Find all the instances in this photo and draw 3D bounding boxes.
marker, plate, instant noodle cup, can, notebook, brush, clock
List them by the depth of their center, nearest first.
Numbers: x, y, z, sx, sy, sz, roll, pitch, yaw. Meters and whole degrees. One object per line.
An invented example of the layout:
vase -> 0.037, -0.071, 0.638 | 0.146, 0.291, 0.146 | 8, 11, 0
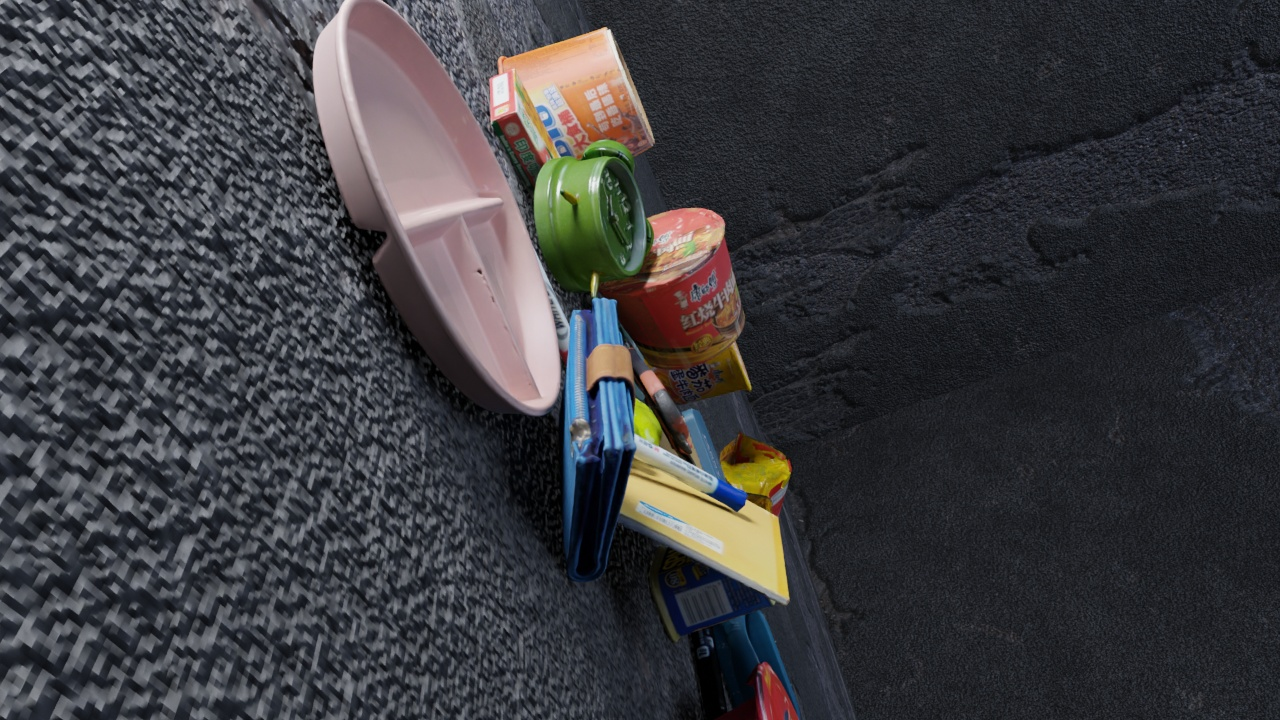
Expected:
plate -> -0.101, -0.075, 0.482 | 0.229, 0.028, 0.229 | -20, 89, -81
instant noodle cup -> 0.089, 0.311, 0.625 | 0.193, 0.066, 0.194 | -21, 89, -82
notebook -> 0.036, 0.106, 0.654 | 0.146, 0.010, 0.206 | 26, 6, 4
marker -> 0.015, 0.072, 0.658 | 0.145, 0.017, 0.016 | 30, 24, -20
marker -> -0.068, -0.043, 0.659 | 0.017, 0.017, 0.145 | -88, 156, -70
can -> 0.058, 0.168, 0.717 | 0.102, 0.083, 0.057 | -33, 102, -82
marker -> 0.053, 0.238, 0.742 | 0.131, 0.020, 0.022 | -99, -178, -54
clock -> -0.034, -0.125, 0.793 | 0.160, 0.056, 0.116 | -57, 137, -57
brush -> 0.102, 0.282, 0.822 | 0.073, 0.055, 0.143 | 28, 42, -79
instant noodle cup -> 0.032, -0.065, 0.883 | 0.137, 0.138, 0.109 | -99, 165, -56
instant noodle cup -> -0.059, -0.248, 0.906 | 0.151, 0.111, 0.151 | -20, 89, -82
instant noodle cup -> 0.054, -0.011, 1.061 | 0.138, 0.110, 0.138 | -21, 89, -82

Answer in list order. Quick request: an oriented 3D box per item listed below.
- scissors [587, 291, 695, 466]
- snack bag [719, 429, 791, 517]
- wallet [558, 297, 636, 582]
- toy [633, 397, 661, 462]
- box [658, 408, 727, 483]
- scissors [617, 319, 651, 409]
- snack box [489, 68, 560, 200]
scissors -> -0.003, 0.010, 0.805 | 0.182, 0.015, 0.209 | 62, -5, -9
snack bag -> 0.111, 0.183, 0.988 | 0.128, 0.073, 0.208 | -112, -160, -47
wallet -> -0.027, 0.040, 0.519 | 0.132, 0.040, 0.107 | -100, -163, -51
toy -> -0.013, 0.047, 0.712 | 0.096, 0.031, 0.100 | 50, 12, 31
box -> 0.053, 0.129, 0.865 | 0.089, 0.063, 0.184 | 20, 52, -80
scissors -> -0.016, -0.016, 0.938 | 0.170, 0.019, 0.174 | 46, 25, -73
snack box -> -0.088, -0.171, 0.814 | 0.077, 0.027, 0.156 | -100, 167, -46
